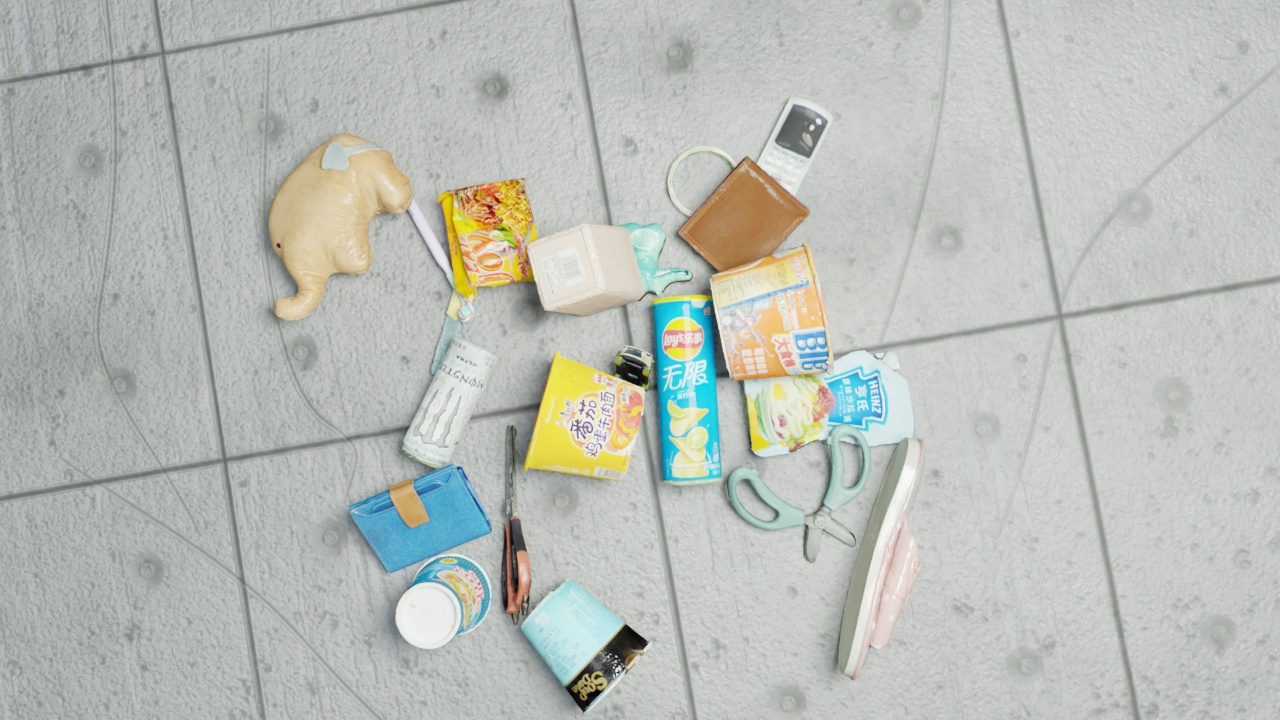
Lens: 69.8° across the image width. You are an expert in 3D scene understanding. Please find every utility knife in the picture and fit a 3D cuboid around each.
[{"bbox_3d":[-0.209,-0.088,1.082,0.031,0.022,0.219,16,82,6],"label":"utility knife"}]

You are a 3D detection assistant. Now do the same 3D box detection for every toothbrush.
[{"bbox_3d":[-0.243,-0.131,1.077,0.029,0.021,0.189,-37,77,38],"label":"toothbrush"}]

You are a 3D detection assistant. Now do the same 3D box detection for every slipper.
[{"bbox_3d":[0.277,0.219,1.014,0.054,0.114,0.274,17,82,6],"label":"slipper"}]

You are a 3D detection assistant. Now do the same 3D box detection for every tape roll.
[{"bbox_3d":[0.075,-0.209,1.081,0.086,0.014,0.086,0,88,2],"label":"tape roll"}]

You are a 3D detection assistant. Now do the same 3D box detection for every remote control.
[{"bbox_3d":[0.169,-0.234,1.076,0.058,0.021,0.150,26,89,2],"label":"remote control"}]

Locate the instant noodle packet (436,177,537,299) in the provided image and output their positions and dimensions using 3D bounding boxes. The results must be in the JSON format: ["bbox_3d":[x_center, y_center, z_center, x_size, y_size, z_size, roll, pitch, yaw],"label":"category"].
[{"bbox_3d":[-0.169,-0.142,1.059,0.110,0.044,0.128,-13,89,-20],"label":"instant noodle packet"}]

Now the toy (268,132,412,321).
[{"bbox_3d":[-0.365,-0.155,1.059,0.143,0.082,0.226,34,92,15],"label":"toy"}]

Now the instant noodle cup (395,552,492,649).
[{"bbox_3d":[-0.224,0.273,1.023,0.099,0.110,0.099,0,88,1],"label":"instant noodle cup"}]

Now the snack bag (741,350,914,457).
[{"bbox_3d":[0.216,0.049,1.057,0.191,0.039,0.110,-7,78,1],"label":"snack bag"}]

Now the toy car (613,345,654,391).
[{"bbox_3d":[-0.006,0.006,1.038,0.042,0.090,0.035,18,71,5],"label":"toy car"}]

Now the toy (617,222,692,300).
[{"bbox_3d":[0.012,-0.116,1.072,0.096,0.030,0.092,-2,92,4],"label":"toy"}]

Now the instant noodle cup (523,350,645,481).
[{"bbox_3d":[-0.061,0.068,1.020,0.110,0.138,0.138,15,88,-6],"label":"instant noodle cup"}]

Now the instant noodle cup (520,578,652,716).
[{"bbox_3d":[-0.066,0.311,1.025,0.120,0.111,0.111,44,89,10],"label":"instant noodle cup"}]

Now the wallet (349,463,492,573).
[{"bbox_3d":[-0.249,0.180,1.049,0.133,0.040,0.106,-22,117,0],"label":"wallet"}]

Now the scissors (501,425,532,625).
[{"bbox_3d":[-0.142,0.182,1.041,0.015,0.192,0.207,1,116,-22],"label":"scissors"}]

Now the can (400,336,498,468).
[{"bbox_3d":[-0.220,0.048,1.057,0.058,0.058,0.146,26,88,2],"label":"can"}]

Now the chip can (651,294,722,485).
[{"bbox_3d":[0.054,0.034,1.044,0.071,0.071,0.210,-4,88,1],"label":"chip can"}]

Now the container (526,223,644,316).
[{"bbox_3d":[-0.063,-0.101,1.021,0.090,0.110,0.090,-16,87,21],"label":"container"}]

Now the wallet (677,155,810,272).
[{"bbox_3d":[0.118,-0.158,1.056,0.101,0.032,0.125,41,104,-7],"label":"wallet"}]

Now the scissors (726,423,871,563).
[{"bbox_3d":[0.179,0.147,1.046,0.180,0.019,0.170,9,103,-4],"label":"scissors"}]

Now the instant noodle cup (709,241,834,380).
[{"bbox_3d":[0.143,-0.046,1.011,0.111,0.151,0.151,-12,87,8],"label":"instant noodle cup"}]
